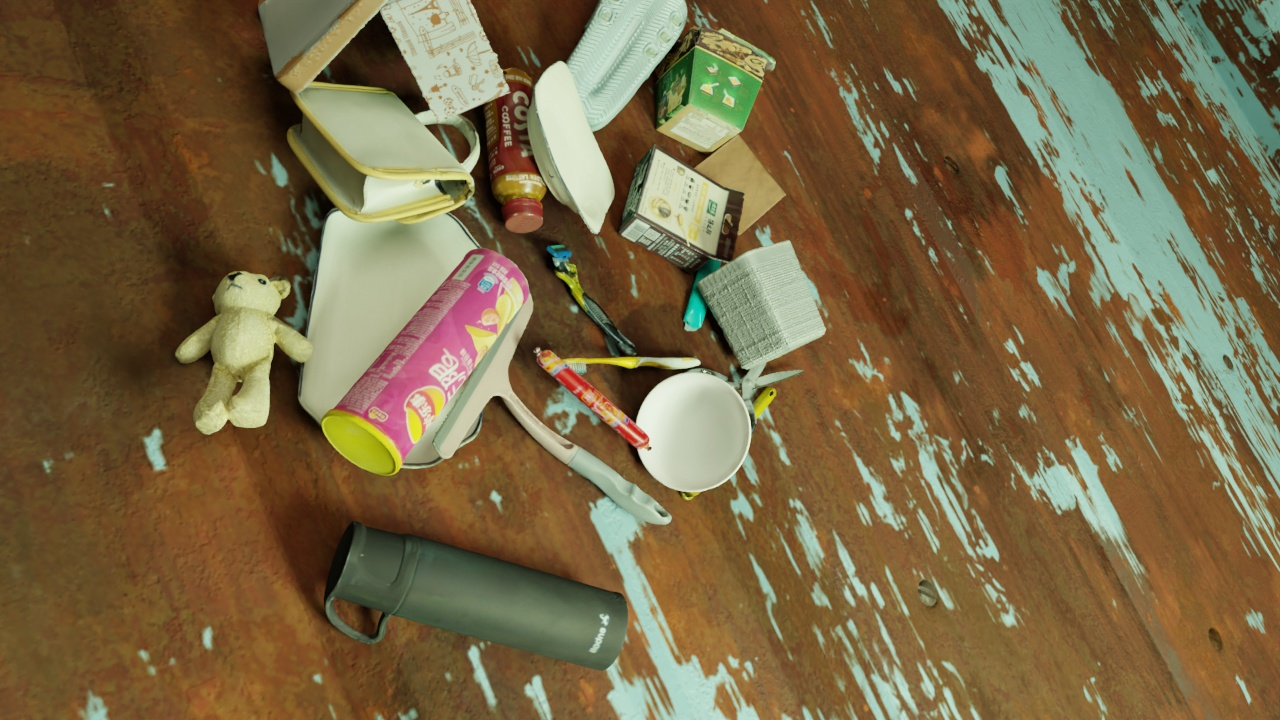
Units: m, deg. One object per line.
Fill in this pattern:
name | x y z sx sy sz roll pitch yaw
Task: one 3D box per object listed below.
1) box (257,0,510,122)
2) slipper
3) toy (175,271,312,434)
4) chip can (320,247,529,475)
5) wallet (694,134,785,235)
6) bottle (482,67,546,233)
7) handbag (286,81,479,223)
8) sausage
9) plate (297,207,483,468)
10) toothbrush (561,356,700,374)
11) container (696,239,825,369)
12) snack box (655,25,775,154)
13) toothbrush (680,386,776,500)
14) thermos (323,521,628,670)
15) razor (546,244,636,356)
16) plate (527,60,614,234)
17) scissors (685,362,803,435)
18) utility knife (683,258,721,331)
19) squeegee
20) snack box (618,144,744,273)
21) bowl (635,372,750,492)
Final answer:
box | -0.251 -0.309 0.860 0.193 0.156 0.183 -25 47 1
slipper | -0.027 -0.366 1.087 0.104 0.074 0.245 32 71 -9
toy | -0.315 -0.008 0.720 0.105 0.066 0.157 -8 50 -5
chip can | -0.174 -0.004 0.773 0.071 0.072 0.209 40 53 -11
wallet | 0.121 -0.220 1.148 0.101 0.020 0.115 51 54 -4
bottle | -0.131 -0.218 0.957 0.057 0.058 0.174 4 66 -32
handbag | -0.221 -0.194 0.856 0.178 0.063 0.163 -14 51 -42
sausage | -0.044 0.039 0.884 0.156 0.020 0.020 42 52 -19
plate | -0.218 -0.027 0.825 0.162 0.034 0.265 12 62 -29
toothbrush | -0.006 0.006 0.946 0.191 0.016 0.018 0 75 -42
container | 0.139 -0.060 1.026 0.090 0.090 0.114 -20 84 -43
snack box | 0.081 -0.321 1.120 0.117 0.118 0.105 19 71 -24
toothbrush | 0.099 0.086 0.990 0.015 0.017 0.189 50 51 -5
thermos | -0.135 0.206 0.759 0.242 0.068 0.090 21 91 -22
razor | -0.052 -0.060 0.957 0.142 0.022 0.042 53 20 1
plate | -0.078 -0.220 0.963 0.163 0.034 0.164 -76 146 -59
scissors | 0.117 0.028 1.020 0.175 0.014 0.159 13 48 -19
utility knife | 0.074 -0.096 1.064 0.029 0.013 0.156 28 58 -16
squeegee | -0.067 0.082 0.870 0.249 0.040 0.247 43 34 -17
snack box | 0.048 -0.170 1.054 0.125 0.053 0.113 28 56 -20
bowl | 0.060 0.074 0.931 0.064 0.118 0.118 21 49 -69
